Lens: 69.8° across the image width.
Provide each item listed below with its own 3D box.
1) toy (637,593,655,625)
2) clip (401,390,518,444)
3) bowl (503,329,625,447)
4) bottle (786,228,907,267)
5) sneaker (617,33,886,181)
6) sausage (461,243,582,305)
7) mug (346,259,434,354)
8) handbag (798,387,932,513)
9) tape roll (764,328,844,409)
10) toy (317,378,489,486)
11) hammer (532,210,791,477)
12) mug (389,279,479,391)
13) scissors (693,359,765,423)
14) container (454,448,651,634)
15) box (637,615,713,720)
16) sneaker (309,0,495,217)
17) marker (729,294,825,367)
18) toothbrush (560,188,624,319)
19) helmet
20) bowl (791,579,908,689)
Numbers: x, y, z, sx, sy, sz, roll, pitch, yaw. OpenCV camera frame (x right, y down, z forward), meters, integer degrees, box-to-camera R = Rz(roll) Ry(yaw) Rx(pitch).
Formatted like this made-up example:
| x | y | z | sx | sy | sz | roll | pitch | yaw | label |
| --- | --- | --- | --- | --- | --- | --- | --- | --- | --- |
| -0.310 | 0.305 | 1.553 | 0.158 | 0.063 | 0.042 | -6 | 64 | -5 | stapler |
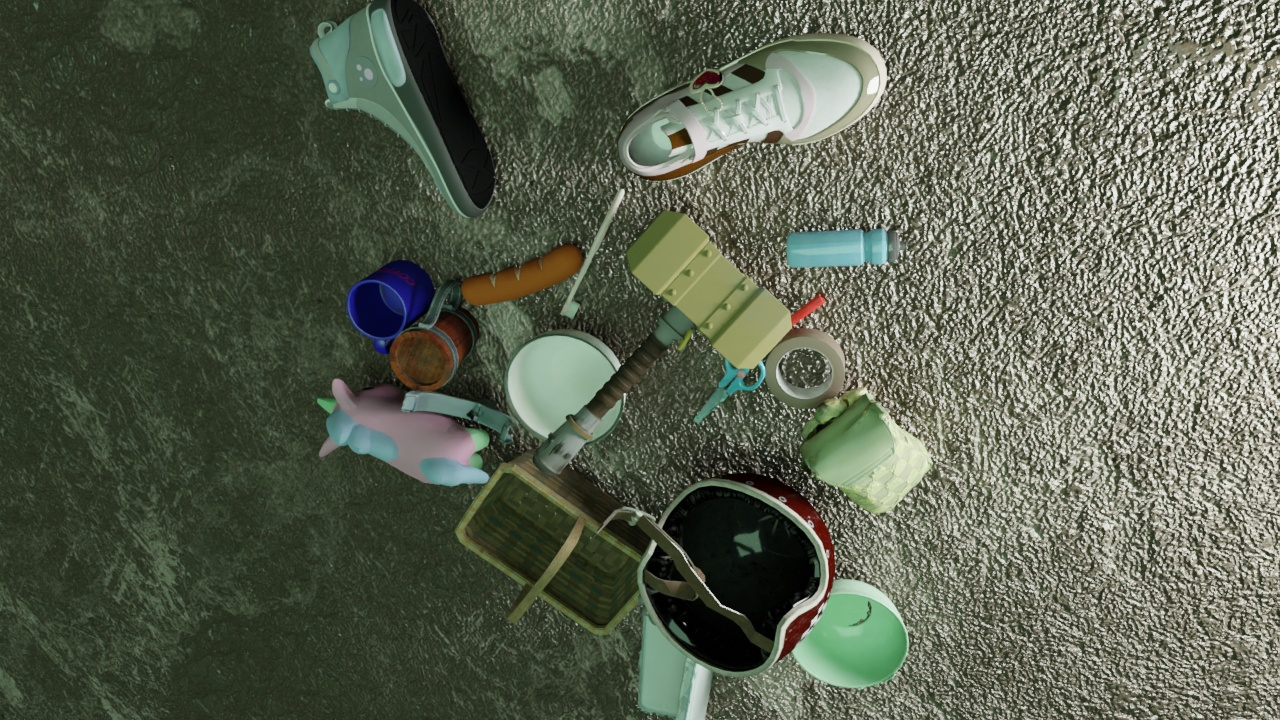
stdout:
| x | y | z | sx | sy | sz | roll | pitch | yaw | label |
| --- | --- | --- | --- | --- | --- | --- | --- | --- | --- |
| 0.024 | 0.328 | 1.183 | 0.030 | 0.049 | 0.112 | -27 | 144 | 6 | toy |
| -0.233 | 0.060 | 1.134 | 0.164 | 0.169 | 0.031 | 17 | 92 | -20 | clip |
| -0.087 | 0.026 | 1.149 | 0.153 | 0.072 | 0.154 | 5 | 115 | 12 | bowl |
| 0.230 | -0.126 | 1.024 | 0.130 | 0.040 | 0.040 | -1 | 113 | 14 | bottle |
| 0.106 | -0.259 | 0.953 | 0.294 | 0.116 | 0.112 | -11 | 110 | 18 | sneaker |
| -0.145 | -0.102 | 1.126 | 0.164 | 0.039 | 0.044 | -16 | 108 | 19 | sausage |
| -0.315 | -0.062 | 1.159 | 0.079 | 0.083 | 0.111 | 13 | 115 | 8 | mug |
| 0.259 | 0.101 | 1.079 | 0.113 | 0.116 | 0.186 | -41 | 137 | 16 | handbag |
| 0.197 | 0.010 | 1.097 | 0.094 | 0.030 | 0.094 | 5 | 114 | 11 | tape roll |
| -0.302 | 0.100 | 1.179 | 0.222 | 0.170 | 0.120 | 38 | 121 | 33 | toy |
| -0.006 | 0.006 | 1.049 | 0.190 | 0.100 | 0.325 | 42 | 97 | -6 | hammer |
| -0.250 | -0.036 | 1.140 | 0.081 | 0.110 | 0.117 | 13 | 115 | 8 | mug |
| 0.103 | 0.037 | 1.130 | 0.055 | 0.015 | 0.137 | 47 | 125 | 11 | scissors |
| -0.109 | 0.247 | 1.187 | 0.250 | 0.186 | 0.158 | 35 | 116 | -3 | container |
| 0.048 | 0.459 | 1.288 | 0.130 | 0.105 | 0.211 | 7 | 114 | 14 | box |
| -0.280 | -0.275 | 1.064 | 0.161 | 0.092 | 0.257 | -10 | 112 | 26 | sneaker |
| 0.161 | -0.033 | 1.098 | 0.142 | 0.012 | 0.013 | -38 | 100 | 25 | marker |
| -0.056 | -0.127 | 1.107 | 0.018 | 0.015 | 0.182 | 24 | 117 | -5 | toothbrush |
| 0.107 | 0.251 | 1.101 | 0.233 | 0.252 | 0.234 | 25 | 134 | 24 | helmet |
| 0.271 | 0.344 | 1.199 | 0.151 | 0.076 | 0.151 | 5 | 114 | 12 | bowl |
